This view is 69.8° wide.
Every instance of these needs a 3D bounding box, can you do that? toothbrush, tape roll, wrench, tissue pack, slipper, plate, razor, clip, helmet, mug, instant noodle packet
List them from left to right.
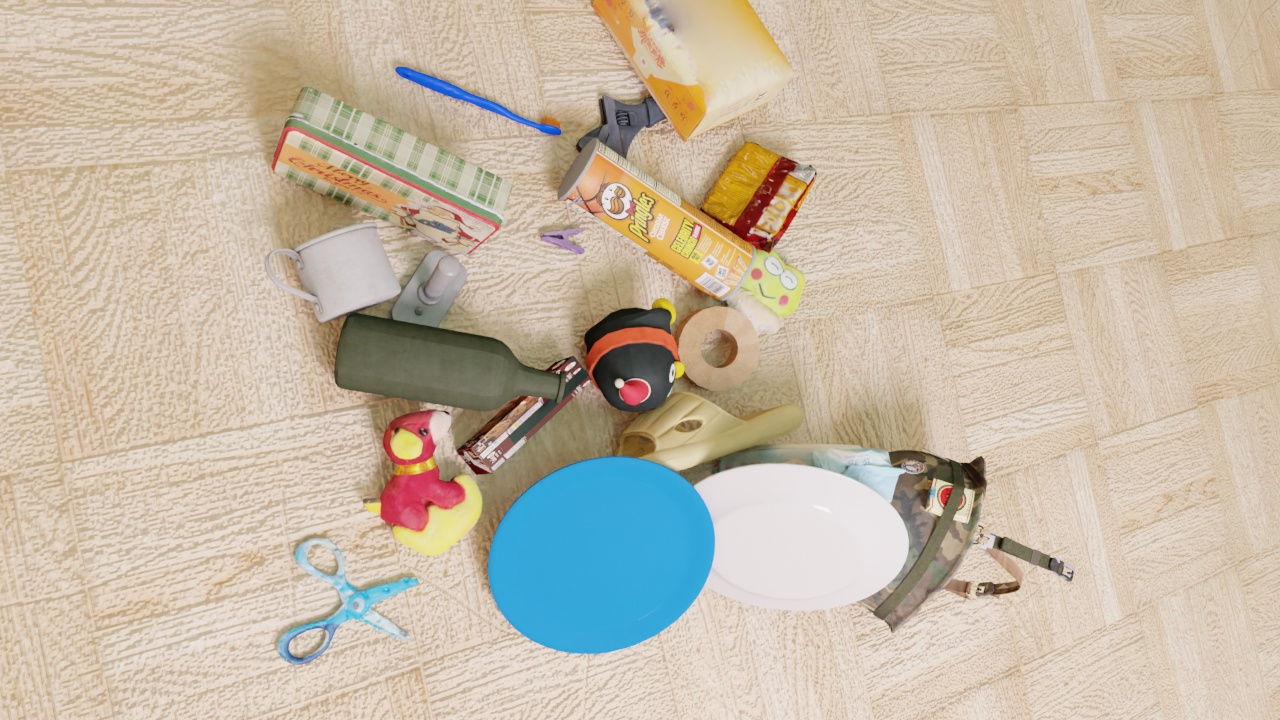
[{"bbox_3d":[-0.278,-0.076,0.828,0.112,0.084,0.070,-27,97,-46],"label":"mug"},{"bbox_3d":[-0.190,-0.073,0.859,0.047,0.116,0.088,32,69,-14],"label":"razor"},{"bbox_3d":[-0.165,-0.272,0.958,0.182,0.016,0.018,16,70,-24],"label":"toothbrush"},{"bbox_3d":[-0.079,-0.126,0.982,0.050,0.014,0.046,-31,99,-30],"label":"clip"},{"bbox_3d":[-0.037,0.190,0.902,0.224,0.024,0.225,-5,113,-12],"label":"plate"},{"bbox_3d":[0.036,-0.297,1.060,0.272,0.022,0.073,-31,95,-27],"label":"wrench"},{"bbox_3d":[0.059,0.069,0.968,0.260,0.112,0.079,-13,89,-30],"label":"slipper"},{"bbox_3d":[0.084,-0.013,1.023,0.094,0.027,0.094,0,92,-12],"label":"tape roll"},{"bbox_3d":[0.139,-0.194,1.072,0.098,0.040,0.135,29,67,11],"label":"instant noodle packet"},{"bbox_3d":[0.146,0.190,0.930,0.242,0.243,0.016,34,40,-19],"label":"plate"},{"bbox_3d":[0.178,0.123,0.979,0.112,0.182,0.070,5,80,-33],"label":"tissue pack"},{"bbox_3d":[0.330,0.202,1.028,0.236,0.193,0.224,41,71,19],"label":"helmet"}]

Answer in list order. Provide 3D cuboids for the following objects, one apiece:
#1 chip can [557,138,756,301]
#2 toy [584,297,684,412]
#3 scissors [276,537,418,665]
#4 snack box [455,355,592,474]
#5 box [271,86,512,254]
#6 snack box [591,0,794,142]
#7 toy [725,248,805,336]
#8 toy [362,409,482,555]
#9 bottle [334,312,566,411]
[{"bbox_3d":[0.020,-0.150,0.999,0.215,0.075,0.075,31,70,-20],"label":"chip can"},{"bbox_3d":[-0.005,0.005,0.942,0.099,0.098,0.119,-4,51,-9],"label":"toy"},{"bbox_3d":[-0.271,0.228,0.833,0.134,0.012,0.134,40,66,-18],"label":"scissors"},{"bbox_3d":[-0.115,0.054,0.914,0.140,0.051,0.032,-44,102,-25],"label":"snack box"},{"bbox_3d":[-0.231,-0.168,0.854,0.205,0.118,0.050,25,67,-23],"label":"box"},{"bbox_3d":[0.062,-0.367,1.033,0.144,0.081,0.195,-31,86,-27],"label":"snack box"},{"bbox_3d":[0.139,-0.074,1.066,0.092,0.046,0.115,38,76,-15],"label":"toy"},{"bbox_3d":[-0.207,0.117,0.859,0.105,0.067,0.137,-19,103,-25],"label":"toy"},{"bbox_3d":[-0.174,0.008,0.856,0.206,0.071,0.071,10,77,-11],"label":"bottle"}]
